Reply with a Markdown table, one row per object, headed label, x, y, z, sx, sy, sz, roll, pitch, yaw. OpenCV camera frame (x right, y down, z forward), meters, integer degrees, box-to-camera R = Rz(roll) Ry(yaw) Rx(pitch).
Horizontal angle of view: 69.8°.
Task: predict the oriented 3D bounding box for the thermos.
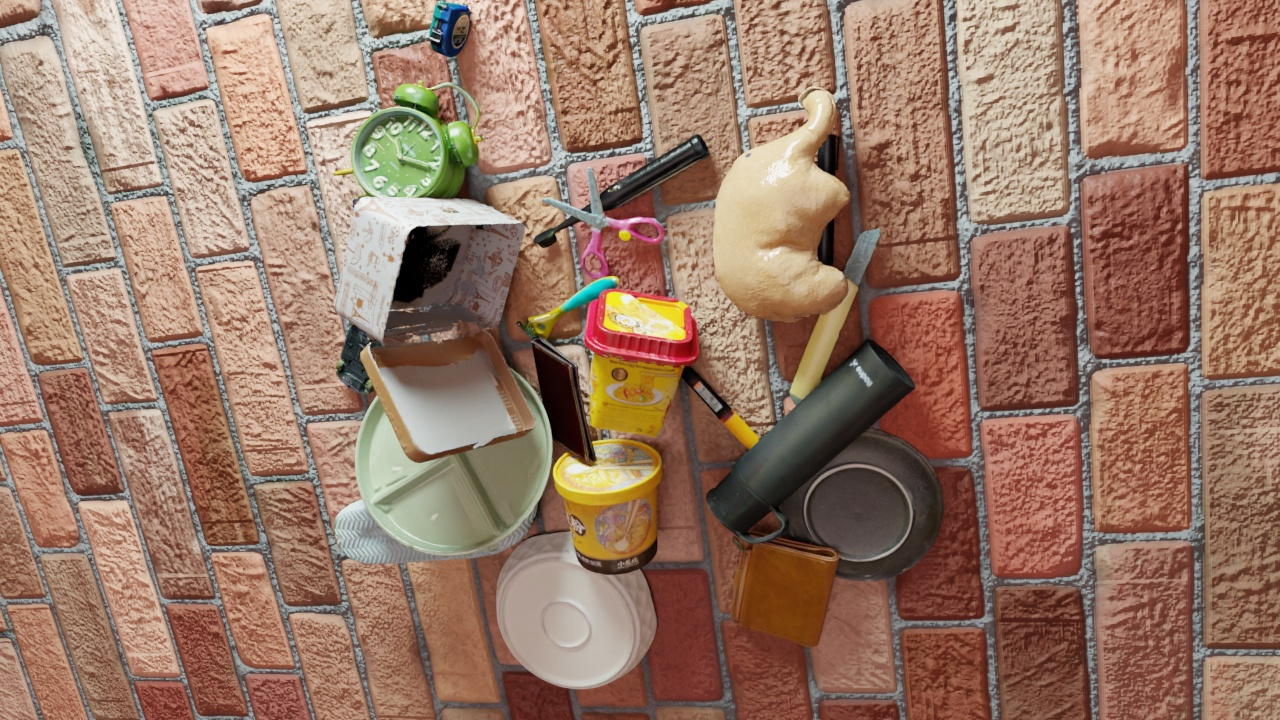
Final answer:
| label | x | y | z | sx | sy | sz | roll | pitch | yaw |
| --- | --- | --- | --- | --- | --- | --- | --- | --- | --- |
| thermos | 0.178 | 0.092 | 0.950 | 0.243 | 0.068 | 0.090 | -47 | 64 | 20 |

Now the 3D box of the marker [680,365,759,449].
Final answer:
| label | x | y | z | sx | sy | sz | roll | pitch | yaw |
| --- | --- | --- | --- | --- | --- | --- | --- | --- | --- |
| marker | 0.084 | 0.049 | 1.000 | 0.124 | 0.015 | 0.018 | 46 | 110 | 1 |

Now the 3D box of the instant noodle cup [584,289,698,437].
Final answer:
| label | x | y | z | sx | sy | sz | roll | pitch | yaw |
| --- | --- | --- | --- | --- | --- | --- | --- | --- | --- |
| instant noodle cup | -0.006 | 0.006 | 0.959 | 0.116 | 0.116 | 0.124 | 9 | 120 | -4 |

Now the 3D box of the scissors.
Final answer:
| label | x | y | z | sx | sy | sz | roll | pitch | yaw |
| --- | --- | --- | --- | --- | --- | --- | --- | --- | --- |
| scissors | -0.044 | -0.138 | 0.963 | 0.133 | 0.017 | 0.132 | 20 | 126 | -12 |

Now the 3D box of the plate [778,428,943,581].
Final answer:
| label | x | y | z | sx | sy | sz | roll | pitch | yaw |
| --- | --- | --- | --- | --- | --- | --- | --- | --- | --- |
| plate | 0.234 | 0.160 | 0.986 | 0.179 | 0.024 | 0.179 | 4 | 107 | 14 |

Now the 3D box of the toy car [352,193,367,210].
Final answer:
| label | x | y | z | sx | sy | sz | roll | pitch | yaw |
| --- | --- | --- | --- | --- | --- | --- | --- | --- | --- |
| toy car | -0.266 | -0.169 | 1.022 | 0.106 | 0.031 | 0.049 | -14 | 98 | 6 |

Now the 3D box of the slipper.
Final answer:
| label | x | y | z | sx | sy | sz | roll | pitch | yaw |
| --- | --- | --- | --- | --- | --- | --- | --- | --- | --- |
| slipper | -0.238 | 0.182 | 1.092 | 0.245 | 0.074 | 0.104 | -11 | 108 | 1 |

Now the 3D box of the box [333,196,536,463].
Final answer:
| label | x | y | z | sx | sy | sz | roll | pitch | yaw |
| --- | --- | --- | --- | --- | --- | --- | --- | --- | --- |
| box | -0.207 | -0.037 | 0.950 | 0.133 | 0.178 | 0.271 | -3 | 95 | 34 |

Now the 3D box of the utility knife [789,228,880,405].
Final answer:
| label | x | y | z | sx | sy | sz | roll | pitch | yaw |
| --- | --- | --- | --- | --- | --- | --- | --- | --- | --- |
| utility knife | 0.197 | -0.039 | 0.940 | 0.031 | 0.021 | 0.209 | 21 | 117 | 5 |

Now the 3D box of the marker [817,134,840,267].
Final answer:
| label | x | y | z | sx | sy | sz | roll | pitch | yaw |
| --- | --- | --- | --- | --- | --- | --- | --- | --- | --- |
| marker | 0.185 | -0.156 | 0.911 | 0.022 | 0.020 | 0.132 | -1 | 105 | -1 |

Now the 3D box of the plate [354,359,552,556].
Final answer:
| label | x | y | z | sx | sy | sz | roll | pitch | yaw |
| --- | --- | --- | --- | --- | --- | --- | --- | --- | --- |
| plate | -0.209 | 0.105 | 1.037 | 0.230 | 0.027 | 0.230 | -2 | 77 | 7 |

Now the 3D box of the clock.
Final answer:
| label | x | y | z | sx | sy | sz | roll | pitch | yaw |
| --- | --- | --- | --- | --- | --- | --- | --- | --- | --- |
| clock | -0.237 | -0.224 | 0.973 | 0.116 | 0.056 | 0.161 | 43 | 92 | 3 |

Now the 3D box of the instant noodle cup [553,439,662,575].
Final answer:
| label | x | y | z | sx | sy | sz | roll | pitch | yaw |
| --- | --- | --- | --- | --- | --- | --- | --- | --- | --- |
| instant noodle cup | -0.031 | 0.163 | 1.015 | 0.118 | 0.118 | 0.114 | 1 | 114 | 15 |

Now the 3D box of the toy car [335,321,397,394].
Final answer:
| label | x | y | z | sx | sy | sz | roll | pitch | yaw |
| --- | --- | --- | --- | --- | --- | --- | --- | --- | --- |
| toy car | -0.321 | -0.014 | 1.081 | 0.054 | 0.036 | 0.121 | 32 | 121 | 4 |

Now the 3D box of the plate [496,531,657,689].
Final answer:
| label | x | y | z | sx | sy | sz | roll | pitch | yaw |
| --- | --- | --- | --- | --- | --- | --- | --- | --- | --- |
| plate | -0.084 | 0.307 | 1.104 | 0.205 | 0.045 | 0.205 | 4 | 107 | 13 |

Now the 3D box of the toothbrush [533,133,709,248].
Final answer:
| label | x | y | z | sx | sy | sz | roll | pitch | yaw |
| --- | --- | --- | --- | --- | --- | --- | --- | --- | --- |
| toothbrush | -0.025 | -0.172 | 0.960 | 0.213 | 0.027 | 0.026 | -27 | 53 | 22 |

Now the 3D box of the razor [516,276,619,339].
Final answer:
| label | x | y | z | sx | sy | sz | roll | pitch | yaw |
| --- | --- | --- | --- | --- | --- | --- | --- | --- | --- |
| razor | -0.075 | -0.059 | 1.003 | 0.133 | 0.028 | 0.043 | -31 | 110 | 26 |

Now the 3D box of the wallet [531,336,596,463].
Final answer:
| label | x | y | z | sx | sy | sz | roll | pitch | yaw |
| --- | --- | --- | --- | --- | --- | --- | --- | --- | --- |
| wallet | -0.085 | 0.043 | 1.001 | 0.096 | 0.020 | 0.122 | 29 | 135 | 51 |

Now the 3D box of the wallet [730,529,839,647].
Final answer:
| label | x | y | z | sx | sy | sz | roll | pitch | yaw |
| --- | --- | --- | --- | --- | --- | --- | --- | --- | --- |
| wallet | 0.151 | 0.253 | 1.022 | 0.119 | 0.035 | 0.131 | 14 | 121 | 15 |

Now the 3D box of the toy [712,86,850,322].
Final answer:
| label | x | y | z | sx | sy | sz | roll | pitch | yaw |
| --- | --- | --- | --- | --- | --- | --- | --- | --- | --- |
| toy | 0.135 | -0.149 | 0.894 | 0.144 | 0.082 | 0.226 | 5 | 103 | 23 |

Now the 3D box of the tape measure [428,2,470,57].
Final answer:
| label | x | y | z | sx | sy | sz | roll | pitch | yaw |
| --- | --- | --- | --- | --- | --- | --- | --- | --- | --- |
| tape measure | -0.197 | -0.341 | 0.941 | 0.025 | 0.058 | 0.055 | 25 | 114 | 7 |
